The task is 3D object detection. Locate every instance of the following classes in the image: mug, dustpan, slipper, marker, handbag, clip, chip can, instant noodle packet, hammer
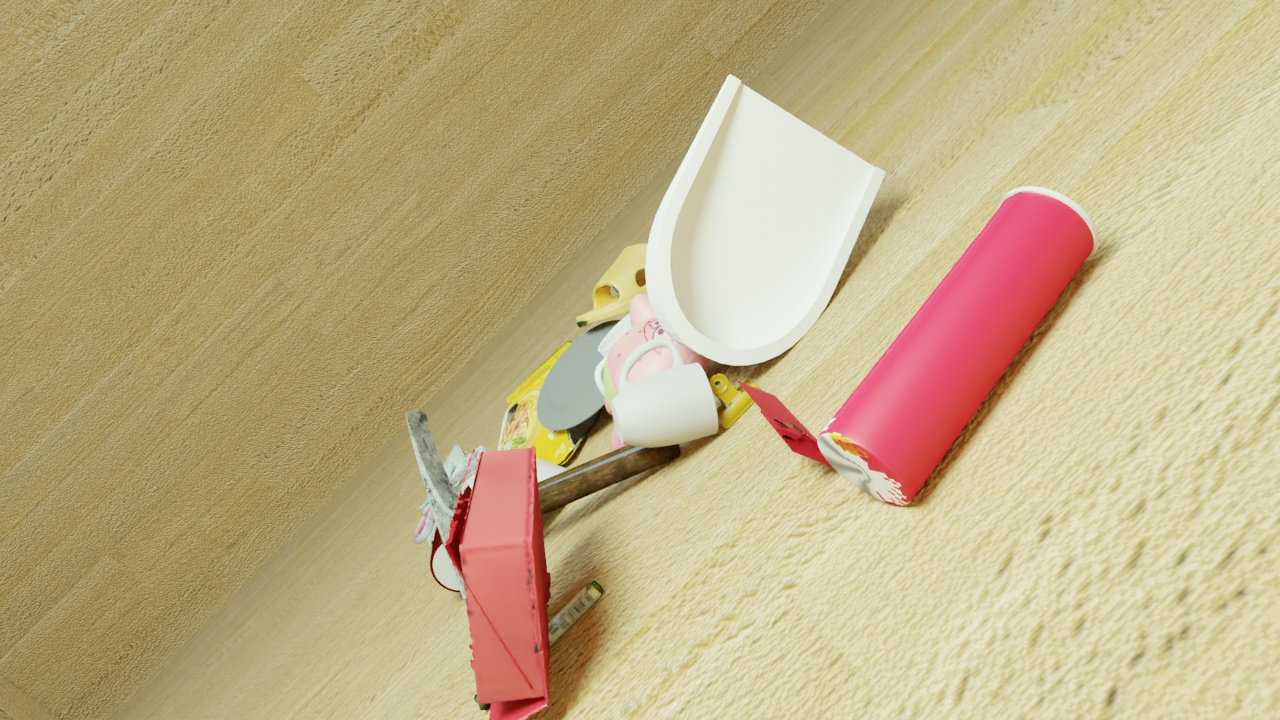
[{"bbox_3d":[-0.201,0.220,1.108,0.105,0.073,0.082,-36,13,-1],"label":"mug"},{"bbox_3d":[0.114,-0.122,0.906,0.257,0.191,0.053,-62,14,0],"label":"dustpan"},{"bbox_3d":[0.016,-0.132,1.288,0.262,0.078,0.100,-31,13,-21],"label":"slipper"},{"bbox_3d":[-0.088,0.247,0.797,0.146,0.017,0.017,-44,13,-1],"label":"marker"},{"bbox_3d":[-0.263,0.205,1.326,0.138,0.072,0.195,-63,15,-3],"label":"handbag"},{"bbox_3d":[0.086,0.035,0.879,0.054,0.046,0.048,-44,58,-2],"label":"clip"},{"bbox_3d":[-0.007,0.007,1.124,0.110,0.090,0.074,-49,14,-18],"label":"mug"},{"bbox_3d":[0.204,-0.012,0.589,0.220,0.069,0.069,-49,14,-15],"label":"chip can"},{"bbox_3d":[-0.133,0.099,1.294,0.163,0.084,0.221,-39,25,29],"label":"instant noodle packet"},{"bbox_3d":[-0.105,0.105,0.976,0.301,0.217,0.037,-26,-10,23],"label":"hammer"},{"bbox_3d":[0.015,0.031,0.884,0.089,0.107,0.071,-15,-19,-8],"label":"mug"}]

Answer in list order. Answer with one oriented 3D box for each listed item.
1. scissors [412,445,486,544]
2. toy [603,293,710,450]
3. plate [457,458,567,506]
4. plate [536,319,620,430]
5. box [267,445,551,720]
[{"bbox_3d":[-0.250,0.166,1.197,0.176,0.013,0.170,-47,15,18],"label":"scissors"},{"bbox_3d":[0.032,-0.004,1.006,0.237,0.096,0.191,-46,38,24],"label":"toy"},{"bbox_3d":[-0.163,0.152,1.110,0.174,0.036,0.174,-17,12,4],"label":"plate"},{"bbox_3d":[-0.077,0.015,1.225,0.179,0.012,0.178,-32,35,25],"label":"plate"},{"bbox_3d":[-0.198,0.240,0.760,0.375,0.148,0.212,-39,14,6],"label":"box"}]
